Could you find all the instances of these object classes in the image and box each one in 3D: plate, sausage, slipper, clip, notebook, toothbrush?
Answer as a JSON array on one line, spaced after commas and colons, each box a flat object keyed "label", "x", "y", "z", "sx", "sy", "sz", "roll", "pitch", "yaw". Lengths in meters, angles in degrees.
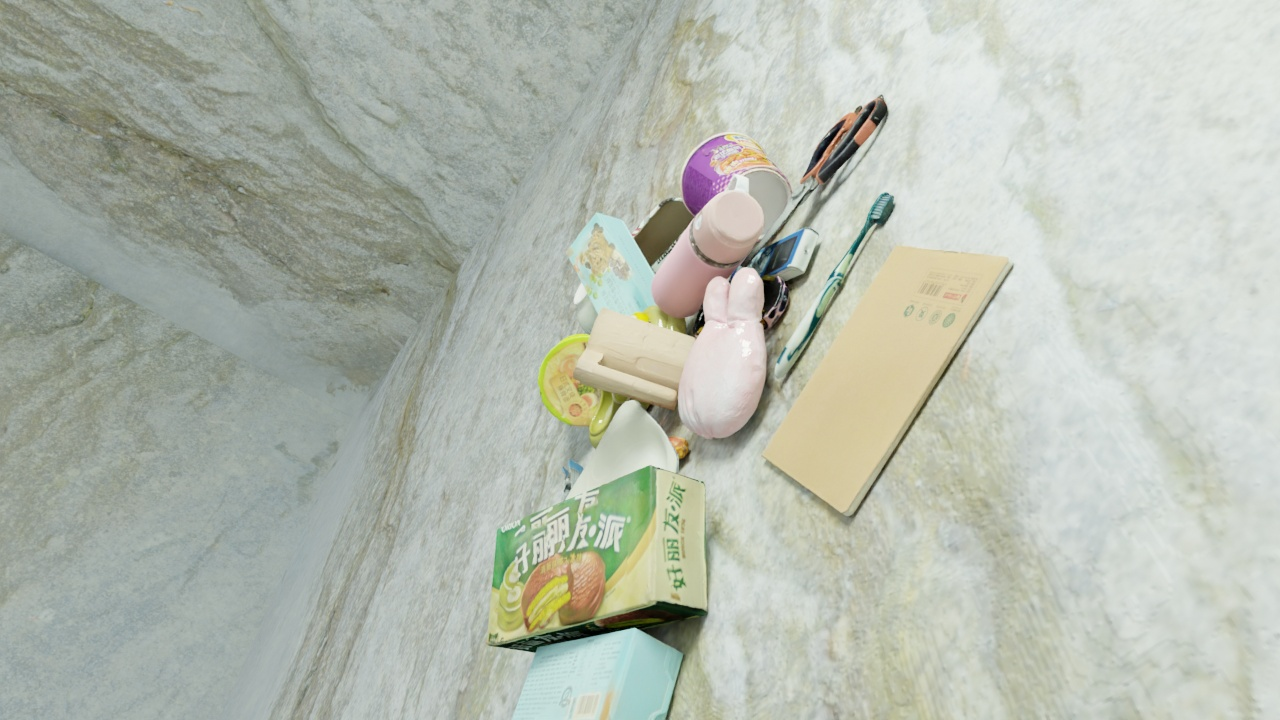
[{"label": "plate", "x": -0.013, "y": 0.134, "z": 0.889, "sx": 0.164, "sy": 0.034, "sz": 0.164, "roll": -60, "pitch": 28, "yaw": 12}, {"label": "sausage", "x": 0.010, "y": 0.088, "z": 0.949, "sx": 0.021, "sy": 0.021, "sz": 0.165, "roll": -63, "pitch": 19, "yaw": -14}, {"label": "slipper", "x": -0.018, "y": 0.012, "z": 1.050, "sx": 0.190, "sy": 0.081, "sz": 0.092, "roll": -61, "pitch": 22, "yaw": -1}, {"label": "clip", "x": -0.080, "y": 0.145, "z": 1.086, "sx": 0.038, "sy": 0.026, "sz": 0.058, "roll": -43, "pitch": 27, "yaw": 19}, {"label": "notebook", "x": 0.176, "y": 0.006, "z": 0.689, "sx": 0.207, "sy": 0.008, "sz": 0.148, "roll": -58, "pitch": 19, "yaw": 1}, {"label": "toothbrush", "x": 0.170, "y": -0.065, "z": 0.802, "sx": 0.191, "sy": 0.016, "sz": 0.018, "roll": -59, "pitch": 29, "yaw": -2}]

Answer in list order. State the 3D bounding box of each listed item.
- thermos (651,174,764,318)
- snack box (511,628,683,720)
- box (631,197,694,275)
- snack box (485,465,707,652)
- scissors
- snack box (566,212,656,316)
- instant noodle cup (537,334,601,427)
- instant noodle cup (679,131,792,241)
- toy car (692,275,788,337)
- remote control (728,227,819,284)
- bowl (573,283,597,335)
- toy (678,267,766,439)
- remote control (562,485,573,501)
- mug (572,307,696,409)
[{"label": "thermos", "x": 0.068, "y": -0.116, "z": 0.949, "sx": 0.199, "sy": 0.067, "sz": 0.087, "roll": 126, "pitch": 156, "yaw": -67}, {"label": "snack box", "x": -0.040, "y": 0.271, "z": 0.748, "sx": 0.175, "sy": 0.051, "sz": 0.074, "roll": -31, "pitch": 31, "yaw": 51}, {"label": "box", "x": 0.024, "y": -0.130, "z": 1.191, "sx": 0.163, "sy": 0.076, "sz": 0.087, "roll": -45, "pitch": 36, "yaw": 32}, {"label": "snack box", "x": -0.044, "y": 0.181, "z": 0.802, "sx": 0.241, "sy": 0.063, "sz": 0.114, "roll": -28, "pitch": 50, "yaw": 44}, {"label": "scissors", "x": 0.169, "y": -0.181, "z": 0.943, "sx": 0.209, "sy": 0.015, "sz": 0.184, "roll": -39, "pitch": 21, "yaw": 33}, {"label": "snack box", "x": -0.028, "y": -0.101, "z": 1.165, "sx": 0.074, "sy": 0.051, "sz": 0.174, "roll": -47, "pitch": 54, "yaw": 29}, {"label": "instant noodle cup", "x": -0.074, "y": 0.015, "z": 1.157, "sx": 0.112, "sy": 0.111, "sz": 0.123, "roll": -56, "pitch": 11, "yaw": 5}, {"label": "instant noodle cup", "x": 0.110, "y": -0.185, "z": 1.004, "sx": 0.112, "sy": 0.111, "sz": 0.099, "roll": -54, "pitch": 29, "yaw": 12}, {"label": "toy car", "x": 0.101, "y": -0.047, "z": 0.915, "sx": 0.123, "sy": 0.037, "sz": 0.056, "roll": -13, "pitch": 52, "yaw": 50}, {"label": "remote control", "x": 0.131, "y": -0.094, "z": 0.927, "sx": 0.125, "sy": 0.024, "sz": 0.049, "roll": -23, "pitch": 40, "yaw": 61}, {"label": "bowl", "x": -0.052, "y": -0.089, "z": 1.307, "sx": 0.117, "sy": 0.066, "sz": 0.116, "roll": -49, "pitch": 21, "yaw": 26}, {"label": "toy", "x": 0.078, "y": -0.005, "z": 0.847, "sx": 0.121, "sy": 0.054, "sz": 0.159, "roll": -8, "pitch": 70, "yaw": 63}, {"label": "remote control", "x": -0.058, "y": 0.145, "z": 1.002, "sx": 0.136, "sy": 0.020, "sz": 0.055, "roll": -55, "pitch": 28, "yaw": 29}, {"label": "mug", "x": -0.006, "y": 0.005, "z": 0.938, "sx": 0.124, "sy": 0.103, "sz": 0.084, "roll": -64, "pitch": -10, "yaw": -69}]
